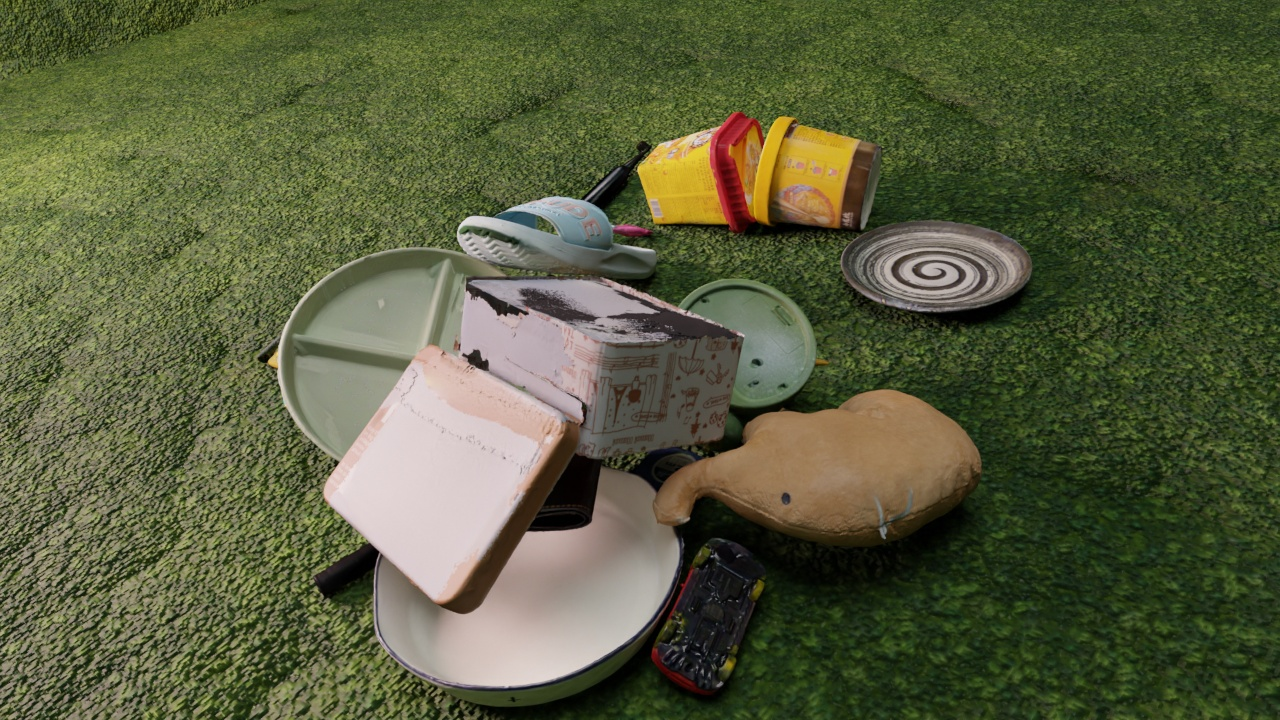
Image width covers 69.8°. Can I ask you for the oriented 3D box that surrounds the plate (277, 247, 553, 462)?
[{"bbox_3d":[-0.185,0.001,0.779,0.230,0.028,0.229,5,59,-9],"label":"plate"}]

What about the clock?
[{"bbox_3d":[0.064,0.006,0.728,0.161,0.056,0.116,-33,69,-21],"label":"clock"}]

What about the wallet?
[{"bbox_3d":[-0.075,0.077,0.661,0.096,0.020,0.122,-3,31,7],"label":"wallet"}]

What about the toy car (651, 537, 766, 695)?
[{"bbox_3d":[0.045,0.158,0.578,0.049,0.031,0.106,30,45,3],"label":"toy car"}]

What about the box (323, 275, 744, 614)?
[{"bbox_3d":[-0.075,0.028,0.614,0.270,0.133,0.179,-35,37,-27],"label":"box"}]

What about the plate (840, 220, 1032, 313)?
[{"bbox_3d":[0.286,-0.088,0.897,0.179,0.024,0.179,-5,33,3],"label":"plate"}]

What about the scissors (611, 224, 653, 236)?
[{"bbox_3d":[-0.038,-0.146,1.020,0.131,0.017,0.133,2,5,-17],"label":"scissors"}]

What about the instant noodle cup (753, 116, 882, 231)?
[{"bbox_3d":[0.196,-0.197,1.000,0.114,0.119,0.118,14,40,18],"label":"instant noodle cup"}]

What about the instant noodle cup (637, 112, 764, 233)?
[{"bbox_3d":[0.074,-0.210,1.051,0.124,0.116,0.115,-2,34,30],"label":"instant noodle cup"}]

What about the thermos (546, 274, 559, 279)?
[{"bbox_3d":[-0.170,-0.004,0.837,0.242,0.069,0.090,-24,51,-22],"label":"thermos"}]

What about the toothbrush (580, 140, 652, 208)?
[{"bbox_3d":[-0.030,-0.236,1.175,0.027,0.026,0.212,38,43,-3],"label":"toothbrush"}]

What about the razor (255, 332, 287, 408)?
[{"bbox_3d":[-0.338,0.016,0.876,0.043,0.028,0.132,-40,37,-4],"label":"razor"}]

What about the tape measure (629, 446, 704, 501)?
[{"bbox_3d":[0.023,0.090,0.694,0.058,0.025,0.054,13,42,35],"label":"tape measure"}]

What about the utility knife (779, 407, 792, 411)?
[{"bbox_3d":[0.040,0.022,0.794,0.208,0.021,0.030,23,42,28],"label":"utility knife"}]

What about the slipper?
[{"bbox_3d":[-0.067,-0.120,0.894,0.104,0.074,0.244,11,7,35],"label":"slipper"}]

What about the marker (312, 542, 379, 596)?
[{"bbox_3d":[-0.179,0.132,0.682,0.131,0.020,0.022,-30,15,-26],"label":"marker"}]

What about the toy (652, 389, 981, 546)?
[{"bbox_3d":[0.123,0.076,0.619,0.225,0.082,0.143,-10,19,-23],"label":"toy"}]

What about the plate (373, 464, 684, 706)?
[{"bbox_3d":[-0.073,0.145,0.617,0.205,0.046,0.204,-5,35,3],"label":"plate"}]
